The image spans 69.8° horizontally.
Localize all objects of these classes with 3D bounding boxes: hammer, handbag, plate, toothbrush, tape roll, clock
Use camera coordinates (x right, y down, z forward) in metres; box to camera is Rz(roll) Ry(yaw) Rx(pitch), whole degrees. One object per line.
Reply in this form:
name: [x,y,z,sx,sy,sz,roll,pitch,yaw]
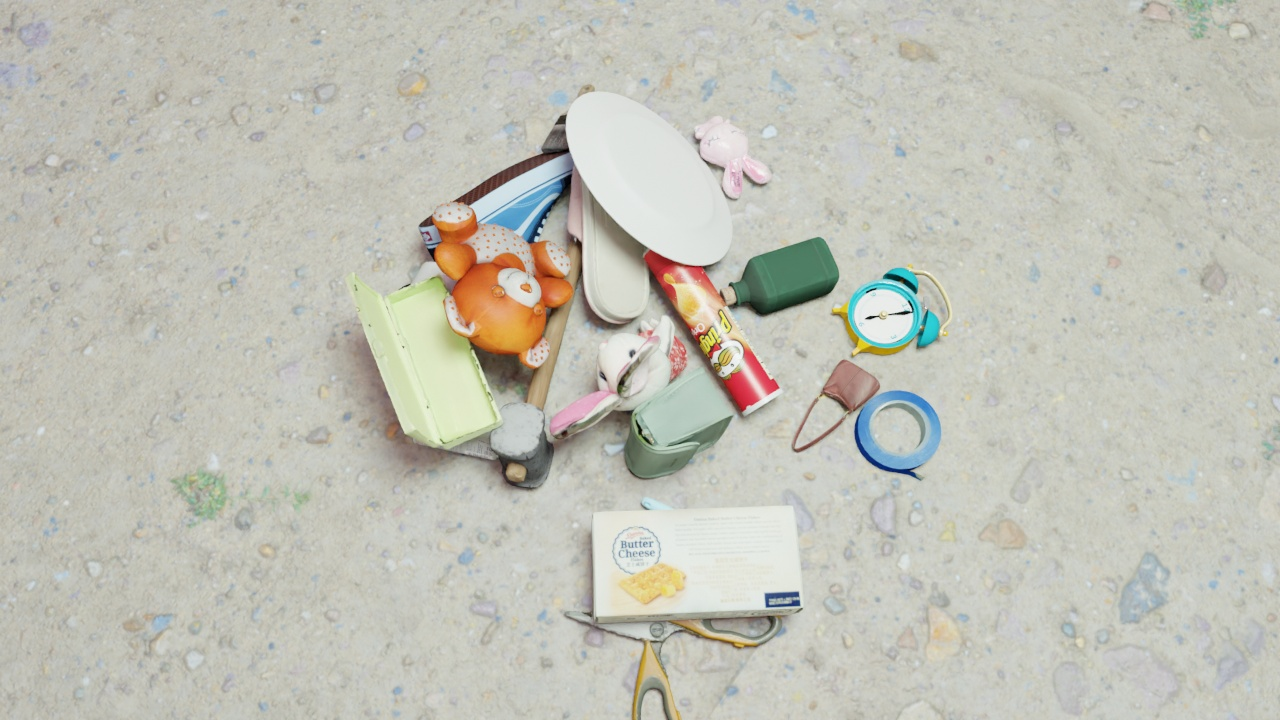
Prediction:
hammer: [-0.099,-0.019,1.021,0.052,0.098,0.327,9,61,7]
handbag: [0.036,0.073,0.963,0.106,0.122,0.067,-29,75,-15]
plate: [0.019,-0.213,1.041,0.242,0.016,0.242,26,44,-29]
handbag: [0.211,0.056,1.025,0.055,0.029,0.119,36,78,32]
toothbrush: [0.071,0.184,0.978,0.155,0.016,0.022,26,109,7]
tape roll: [0.287,0.079,1.024,0.091,0.016,0.092,21,70,6]
clock: [0.293,-0.055,1.062,0.129,0.044,0.099,-21,72,-2]

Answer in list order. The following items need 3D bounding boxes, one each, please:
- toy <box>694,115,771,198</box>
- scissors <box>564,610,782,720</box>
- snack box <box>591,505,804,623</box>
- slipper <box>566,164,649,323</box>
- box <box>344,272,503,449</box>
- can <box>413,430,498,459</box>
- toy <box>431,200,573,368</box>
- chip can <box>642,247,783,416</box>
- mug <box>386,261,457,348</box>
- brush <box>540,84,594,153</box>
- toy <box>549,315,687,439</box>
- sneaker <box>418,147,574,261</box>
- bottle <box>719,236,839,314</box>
toy: [0.110,-0.254,1.126,0.063,0.047,0.110,-30,81,-15]
scissors: [0.031,0.296,0.935,0.225,0.016,0.229,6,69,1]
snack box: [0.055,0.206,0.930,0.208,0.057,0.104,-2,70,-3]
slipper: [-0.035,-0.173,1.069,0.114,0.055,0.274,13,70,-35]
box: [-0.222,-0.001,0.923,0.127,0.066,0.188,-3,58,-47]
can: [-0.197,0.084,0.997,0.095,0.032,0.032,12,70,2]
toy: [-0.145,-0.080,0.955,0.163,0.093,0.172,23,41,-33]
chip can: [0.079,-0.042,1.024,0.051,0.052,0.214,-31,83,-13]
mug: [-0.244,-0.051,1.028,0.112,0.078,0.096,13,67,33]
brush: [-0.084,-0.297,1.124,0.039,0.012,0.150,-4,43,26]
toy: [-0.006,0.006,0.968,0.084,0.159,0.193,47,32,-2]
sneaker: [-0.144,-0.171,1.086,0.240,0.083,0.098,-38,119,-26]
bottle: [0.155,-0.092,1.058,0.131,0.061,0.061,-18,74,-8]
